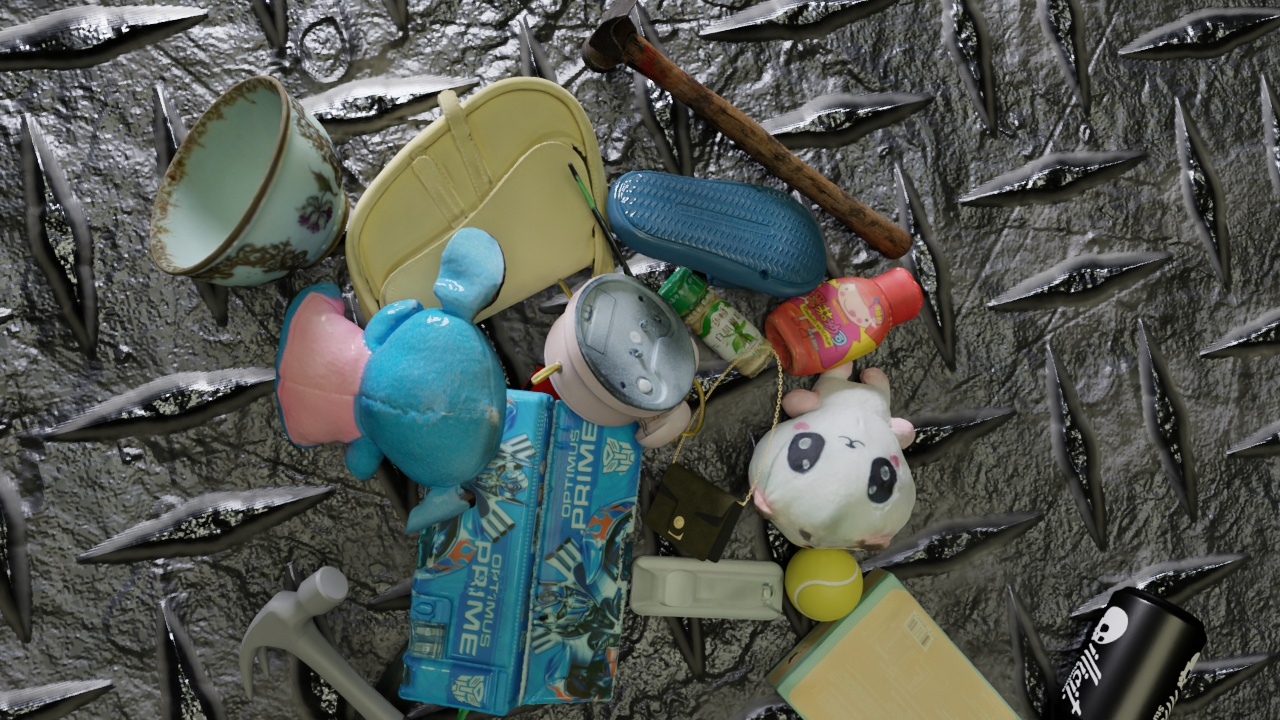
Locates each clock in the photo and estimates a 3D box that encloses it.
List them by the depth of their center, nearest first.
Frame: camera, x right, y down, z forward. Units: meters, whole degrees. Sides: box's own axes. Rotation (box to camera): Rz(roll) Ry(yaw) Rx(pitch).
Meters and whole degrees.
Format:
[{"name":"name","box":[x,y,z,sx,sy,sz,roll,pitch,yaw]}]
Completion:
[{"name":"clock","box":[-0.004,0.004,0.729,0.158,0.059,0.116,30,49,-25]}]

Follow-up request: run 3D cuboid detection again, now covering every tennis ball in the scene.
[{"name":"tennis ball","box":[0.156,0.188,0.780,0.065,0.065,0.065,0,88,-10]}]

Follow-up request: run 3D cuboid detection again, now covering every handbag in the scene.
[{"name":"handbag","box":[-0.129,-0.109,0.733,0.232,0.088,0.191,-29,97,-9]},{"name":"handbag","box":[0.068,0.071,0.756,0.027,0.084,0.178,21,94,-50]}]

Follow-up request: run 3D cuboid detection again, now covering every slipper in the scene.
[{"name":"slipper","box":[0.067,-0.100,0.766,0.213,0.059,0.103,8,60,-26]}]

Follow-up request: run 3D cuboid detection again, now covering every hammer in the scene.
[{"name":"hammer","box":[-0.173,0.292,0.691,0.125,0.029,0.311,-36,103,22]},{"name":"hammer","box":[-0.227,0.309,0.728,0.133,0.033,0.333,37,83,-4]},{"name":"hammer","box":[0.101,-0.185,0.771,0.330,0.120,0.033,33,83,-13]}]

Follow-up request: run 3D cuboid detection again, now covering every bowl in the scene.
[{"name":"bowl","box":[-0.280,-0.120,0.693,0.094,0.160,0.160,31,81,-48]}]

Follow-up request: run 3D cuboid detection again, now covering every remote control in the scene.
[{"name":"remote control","box":[0.058,0.195,0.785,0.133,0.022,0.050,5,88,-10]}]

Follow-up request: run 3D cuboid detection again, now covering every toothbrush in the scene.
[{"name":"toothbrush","box":[-0.016,-0.081,0.744,0.017,0.014,0.188,-30,124,1]}]

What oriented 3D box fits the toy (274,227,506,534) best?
[{"name":"toy","box":[-0.179,0.008,0.661,0.191,0.098,0.224,13,99,18]}]

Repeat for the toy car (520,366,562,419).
[{"name":"toy car","box":[-0.059,0.045,0.770,0.089,0.025,0.038,36,83,-6]}]

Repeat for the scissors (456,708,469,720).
[{"name":"scissors","box":[-0.116,0.243,0.761,0.123,0.011,0.127,24,85,-5]}]

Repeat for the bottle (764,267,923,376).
[{"name":"bottle","box":[0.179,-0.037,0.797,0.134,0.048,0.071,-23,68,-11]}]

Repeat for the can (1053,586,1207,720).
[{"name":"can","box":[0.433,0.282,0.816,0.080,0.080,0.146,32,83,-7]}]

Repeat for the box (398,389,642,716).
[{"name":"box","box":[-0.087,0.147,0.714,0.175,0.060,0.243,7,86,-9]}]

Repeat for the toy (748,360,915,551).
[{"name":"toy","box":[0.168,0.078,0.778,0.139,0.102,0.179,19,65,4]}]

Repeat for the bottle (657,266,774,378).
[{"name":"bottle","box":[0.065,-0.032,0.785,0.110,0.043,0.042,42,82,-8]}]

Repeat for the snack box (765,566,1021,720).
[{"name":"snack box","box":[0.225,0.300,0.799,0.141,0.044,0.193,-42,95,-8]}]
